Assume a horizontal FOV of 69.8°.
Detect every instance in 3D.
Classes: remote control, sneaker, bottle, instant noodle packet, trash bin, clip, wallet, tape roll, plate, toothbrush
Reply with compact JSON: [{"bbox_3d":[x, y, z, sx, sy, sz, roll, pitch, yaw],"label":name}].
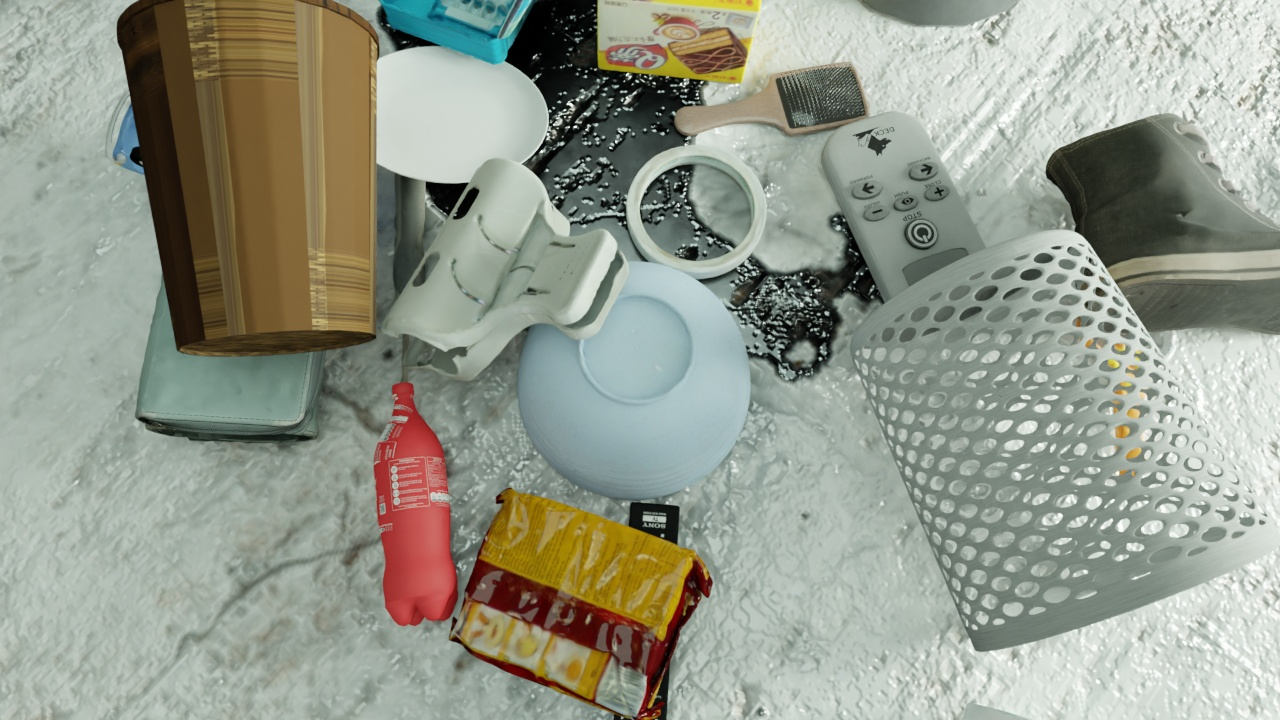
[{"bbox_3d":[0.178,-0.096,0.609,0.074,0.019,0.151,-19,75,-7],"label":"remote control"},{"bbox_3d":[0.377,-0.084,0.578,0.235,0.095,0.119,-2,65,-2],"label":"sneaker"},{"bbox_3d":[0.004,0.154,0.537,0.030,0.009,0.140,4,73,0],"label":"remote control"},{"bbox_3d":[-0.134,0.082,0.538,0.042,0.042,0.141,-8,74,-4],"label":"bottle"},{"bbox_3d":[-0.035,0.137,0.519,0.135,0.040,0.098,17,77,15],"label":"instant noodle packet"},{"bbox_3d":[0.216,0.041,0.502,0.156,0.157,0.183,-19,72,-7],"label":"trash bin"},{"bbox_3d":[-0.084,-0.055,0.525,0.104,0.152,0.126,39,65,-31],"label":"clip"},{"bbox_3d":[-0.242,-0.016,0.561,0.100,0.054,0.131,6,73,-11],"label":"wallet"},{"bbox_3d":[0.037,-0.099,0.611,0.093,0.013,0.093,0,74,-1],"label":"tape roll"},{"bbox_3d":[-0.129,-0.162,0.611,0.134,0.011,0.134,5,54,-7],"label":"plate"},{"bbox_3d":[-0.150,-0.062,0.593,0.024,0.022,0.185,-8,74,17],"label":"toothbrush"}]

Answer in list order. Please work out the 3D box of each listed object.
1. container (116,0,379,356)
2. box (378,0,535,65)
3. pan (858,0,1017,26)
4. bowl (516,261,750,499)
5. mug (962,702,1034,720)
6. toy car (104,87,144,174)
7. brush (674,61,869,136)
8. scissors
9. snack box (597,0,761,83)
[{"bbox_3d":[-0.201,-0.091,0.496,0.132,0.132,0.167,-6,86,-3],"label":"container"},{"bbox_3d":[-0.067,-0.317,0.637,0.172,0.084,0.226,10,68,36],"label":"box"},{"bbox_3d":[0.129,-0.314,0.661,0.357,0.041,0.178,-11,74,-4],"label":"pan"},{"bbox_3d":[-0.003,0.003,0.548,0.150,0.075,0.150,0,74,-1],"label":"bowl"},{"bbox_3d":[0.198,0.245,0.477,0.082,0.083,0.106,20,73,5],"label":"mug"},{"bbox_3d":[-0.256,-0.130,0.586,0.153,0.055,0.056,16,80,-4],"label":"toy car"},{"bbox_3d":[0.090,-0.178,0.634,0.135,0.015,0.049,-11,73,-4],"label":"brush"},{"bbox_3d":[0.313,0.018,0.584,0.065,0.013,0.128,4,73,0],"label":"scissors"},{"bbox_3d":[0.024,-0.238,0.615,0.106,0.084,0.061,6,75,0],"label":"snack box"}]
